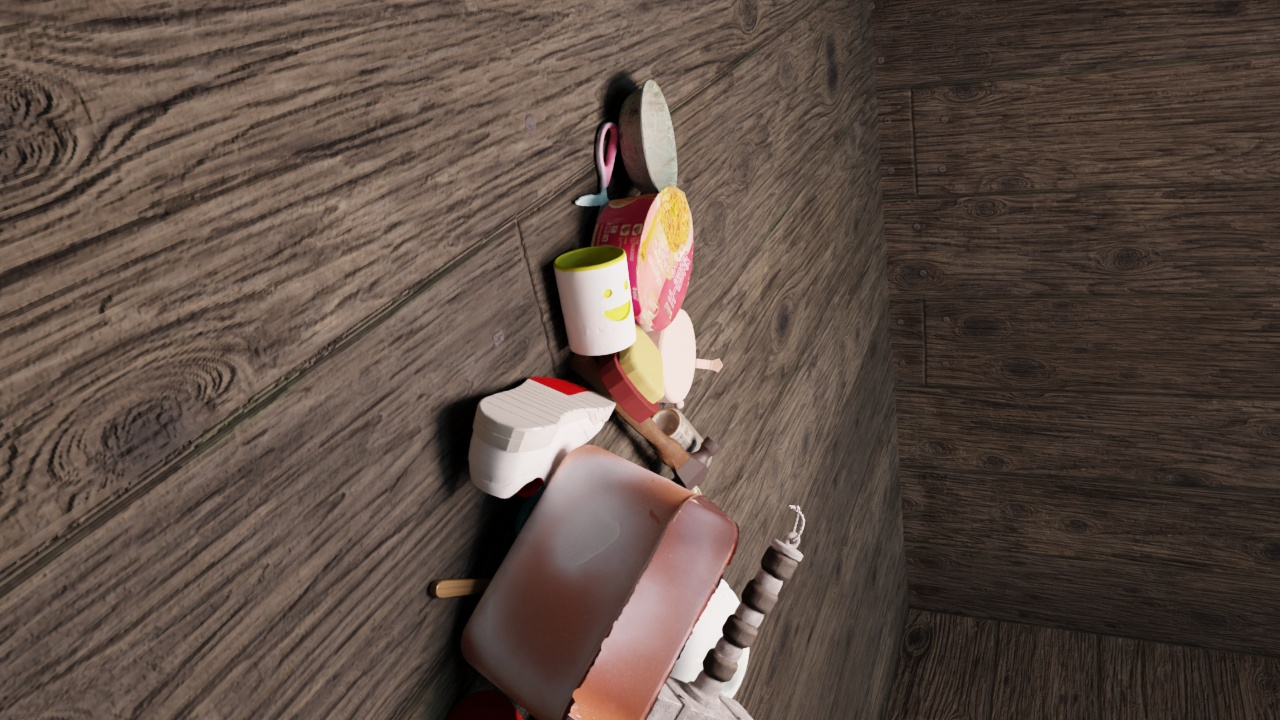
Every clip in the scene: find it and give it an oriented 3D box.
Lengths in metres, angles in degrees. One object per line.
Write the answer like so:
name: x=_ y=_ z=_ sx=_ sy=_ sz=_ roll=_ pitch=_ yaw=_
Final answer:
clip: x=-0.104 y=0.145 z=1.005 sx=0.120 sy=0.104 sz=0.027 roll=-64 pitch=144 yaw=-29

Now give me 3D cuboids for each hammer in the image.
hammer: x=0.002 y=0.084 z=1.192 sx=0.115 sy=0.033 sz=0.323 roll=-46 pitch=136 yaw=-4
hammer: x=0.107 y=0.312 z=1.032 sx=0.177 sy=0.079 sz=0.326 roll=30 pitch=90 yaw=-29

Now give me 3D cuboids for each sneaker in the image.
sneaker: x=-0.105 y=0.086 z=0.960 sx=0.104 sy=0.090 sz=0.236 roll=-71 pitch=166 yaw=13

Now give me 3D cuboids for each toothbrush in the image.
toothbrush: x=-0.156 y=0.226 z=0.923 sx=0.166 sy=0.016 sz=0.016 roll=22 pitch=73 yaw=-63

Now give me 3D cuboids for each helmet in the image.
helmet: x=0.043 y=0.360 z=1.163 sx=0.263 sy=0.164 sz=0.236 roll=27 pitch=61 yaw=-56

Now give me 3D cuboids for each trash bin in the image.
trash bin: x=-0.041 y=0.236 z=0.935 sx=0.259 sy=0.157 sz=0.181 roll=-61 pitch=149 yaw=-10

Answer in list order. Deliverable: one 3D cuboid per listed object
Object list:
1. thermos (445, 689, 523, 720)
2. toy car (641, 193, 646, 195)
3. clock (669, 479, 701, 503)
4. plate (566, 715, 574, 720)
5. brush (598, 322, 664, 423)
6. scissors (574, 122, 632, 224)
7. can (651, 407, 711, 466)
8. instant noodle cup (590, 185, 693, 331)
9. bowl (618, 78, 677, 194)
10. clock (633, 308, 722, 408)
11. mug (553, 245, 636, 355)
thermos: x=-0.112 y=0.414 z=0.923 sx=0.083 sy=0.108 sz=0.199 roll=-86 pitch=159 yaw=-48
toy car: x=0.029 y=-0.238 z=1.275 sx=0.060 sy=0.027 sz=0.107 roll=49 pitch=48 yaw=-55
clock: x=0.064 y=0.239 z=1.351 sx=0.092 sy=0.055 sz=0.141 roll=-46 pitch=130 yaw=-55
plate: x=-0.051 y=0.457 z=1.053 sx=0.188 sy=0.016 sz=0.189 roll=-5 pitch=102 yaw=-25
brush: x=-0.007 y=0.006 z=1.101 sx=0.082 sy=0.042 sz=0.173 roll=50 pitch=14 yaw=-18
scissors: x=-0.036 y=-0.206 z=1.155 sx=0.173 sy=0.014 sz=0.170 roll=36 pitch=59 yaw=-61
can: x=0.059 y=0.117 z=1.333 sx=0.135 sy=0.054 sz=0.054 roll=50 pitch=47 yaw=-55
instant noodle cup: x=-0.001 y=-0.129 z=1.144 sx=0.178 sy=0.078 sz=0.178 roll=9 pitch=90 yaw=-67
bowl: x=0.008 y=-0.282 z=1.192 sx=0.157 sy=0.039 sz=0.157 roll=-5 pitch=90 yaw=-72
clock: x=0.040 y=-0.007 z=1.260 sx=0.160 sy=0.086 sz=0.131 roll=20 pitch=74 yaw=-57
mug: x=-0.051 y=-0.069 z=1.051 sx=0.082 sy=0.083 sz=0.106 roll=-46 pitch=133 yaw=-55
